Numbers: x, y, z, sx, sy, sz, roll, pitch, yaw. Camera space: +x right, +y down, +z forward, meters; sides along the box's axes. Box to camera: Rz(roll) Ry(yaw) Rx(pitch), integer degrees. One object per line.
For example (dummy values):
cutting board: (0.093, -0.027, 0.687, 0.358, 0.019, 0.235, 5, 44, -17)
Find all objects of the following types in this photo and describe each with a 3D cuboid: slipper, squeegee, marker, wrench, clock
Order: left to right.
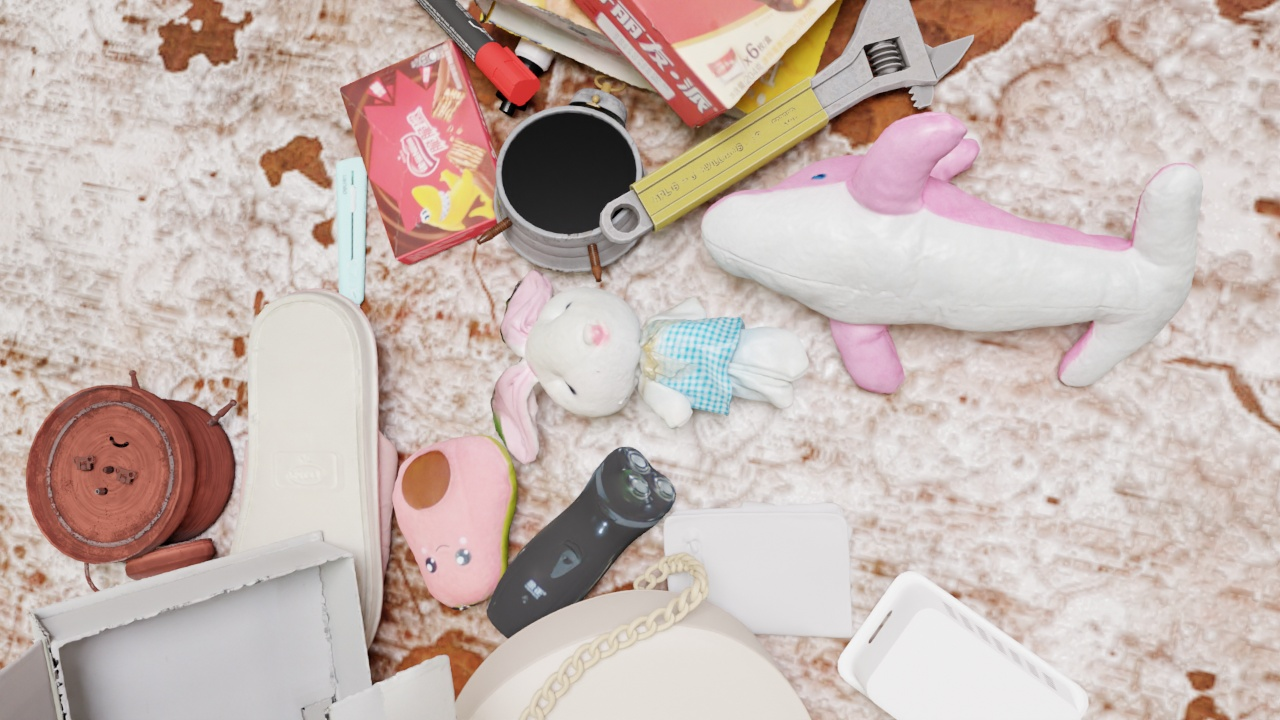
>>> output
clock: (-0.350, 0.092, 0.635, 0.120, 0.072, 0.157, 14, 88, 12)
slipper: (-0.217, 0.088, 0.616, 0.114, 0.054, 0.274, 7, 97, 7)
marker: (-0.118, -0.224, 0.621, 0.023, 0.021, 0.145, -34, 65, -15)
squeegee: (-0.073, 0.256, 0.576, 0.185, 0.055, 0.249, 26, 91, 4)
marker: (-0.064, -0.225, 0.623, 0.025, 0.025, 0.126, 27, 92, 12)
clock: (-0.040, -0.124, 0.595, 0.104, 0.056, 0.147, 18, 77, 4)
wrench: (0.090, -0.152, 0.564, 0.273, 0.018, 0.083, -32, 88, -6)

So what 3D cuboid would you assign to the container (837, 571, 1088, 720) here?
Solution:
container: (0.188, 0.192, 0.532, 0.129, 0.049, 0.081, 35, 93, 11)

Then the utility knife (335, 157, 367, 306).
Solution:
utility knife: (-0.204, -0.080, 0.648, 0.022, 0.015, 0.129, 0, 87, -20)

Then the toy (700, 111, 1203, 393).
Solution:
toy: (0.172, -0.077, 0.535, 0.266, 0.187, 0.127, 12, 48, 13)

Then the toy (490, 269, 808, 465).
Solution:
toy: (-0.003, 0.003, 0.553, 0.205, 0.105, 0.131, 4, 83, 12)

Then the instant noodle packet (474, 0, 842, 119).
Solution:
instant noodle packet: (0.023, -0.257, 0.580, 0.221, 0.084, 0.163, 21, 87, -9)

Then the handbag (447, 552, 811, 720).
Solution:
handbag: (-0.005, 0.240, 0.519, 0.210, 0.103, 0.208, -22, 97, -5)

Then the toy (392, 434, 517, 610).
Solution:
toy: (-0.116, 0.105, 0.598, 0.090, 0.051, 0.110, -14, 87, 15)

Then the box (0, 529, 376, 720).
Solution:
box: (-0.254, 0.212, 0.423, 0.150, 0.368, 0.167, -6, 97, 10)

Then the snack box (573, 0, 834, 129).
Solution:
snack box: (0.079, -0.259, 0.533, 0.113, 0.060, 0.236, 45, 79, -13)

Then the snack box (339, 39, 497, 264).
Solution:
snack box: (-0.147, -0.144, 0.636, 0.089, 0.021, 0.133, -21, 83, 8)

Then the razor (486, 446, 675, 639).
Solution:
razor: (-0.039, 0.116, 0.572, 0.053, 0.064, 0.140, 42, 83, 10)

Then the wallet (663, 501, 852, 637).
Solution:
wallet: (0.073, 0.130, 0.572, 0.116, 0.032, 0.086, 1, 97, 10)
